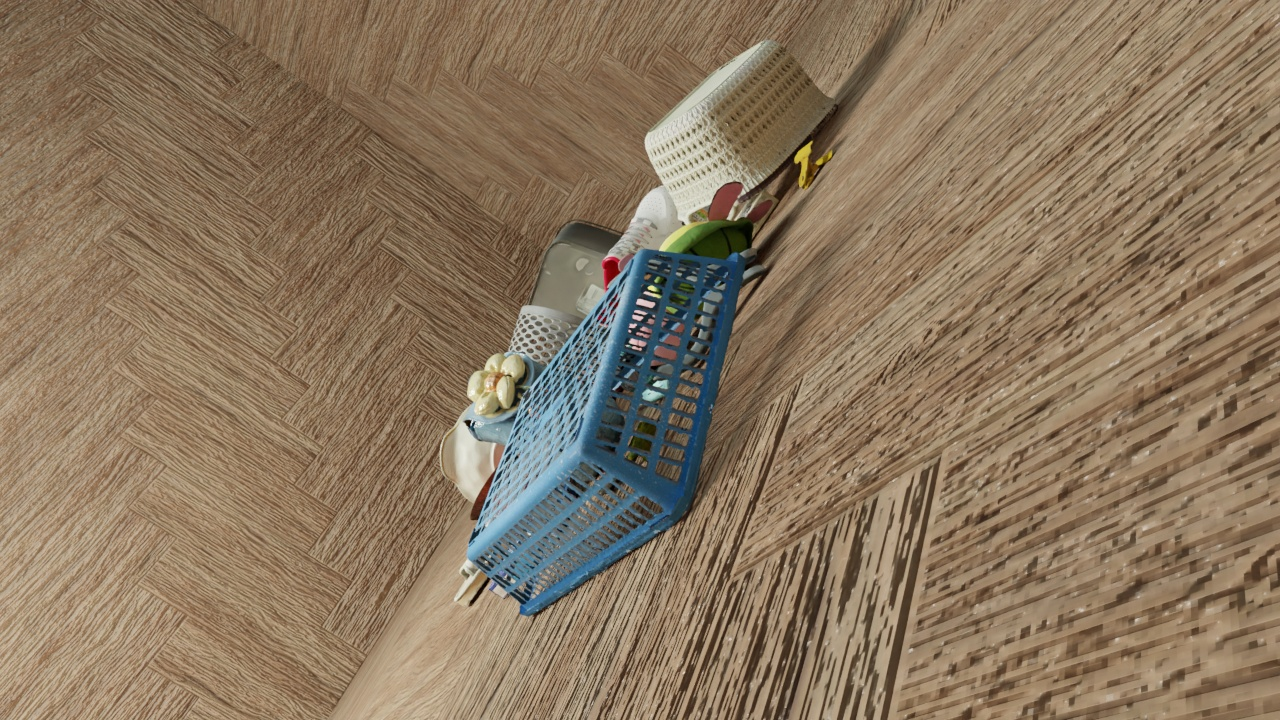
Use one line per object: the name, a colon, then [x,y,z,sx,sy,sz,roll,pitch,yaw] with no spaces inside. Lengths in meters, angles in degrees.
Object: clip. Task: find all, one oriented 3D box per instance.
clip: [0.031,-0.080,0.963,0.173,0.164,0.030,-50,-15,6]
clip: [0.192,-0.219,1.032,0.048,0.046,0.054,-23,2,-11]

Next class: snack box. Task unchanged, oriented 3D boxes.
snack box: [-0.130,0.221,1.120,0.151,0.027,0.082,-52,7,32]
snack box: [0.116,-0.146,1.176,0.150,0.026,0.082,-55,7,-2]

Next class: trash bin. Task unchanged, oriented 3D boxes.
trash bin: [-0.080,-0.112,1.478,0.220,0.197,0.197,-68,-2,-79]
trash bin: [-0.117,0.039,1.255,0.157,0.156,0.183,157,132,-77]

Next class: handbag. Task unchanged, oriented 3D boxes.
handbag: [-0.121,0.060,1.104,0.121,0.192,0.119,-57,-24,-22]

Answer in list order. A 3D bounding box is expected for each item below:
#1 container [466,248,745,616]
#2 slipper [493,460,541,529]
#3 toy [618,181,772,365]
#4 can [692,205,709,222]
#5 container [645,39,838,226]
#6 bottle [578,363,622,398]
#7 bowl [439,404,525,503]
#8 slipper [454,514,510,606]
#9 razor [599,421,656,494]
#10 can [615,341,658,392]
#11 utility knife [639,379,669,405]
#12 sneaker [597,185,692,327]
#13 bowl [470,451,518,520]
container: [-0.049,0.066,0.842,0.363,0.089,0.256,-46,23,53]
slipper: [-0.141,0.187,1.218,0.103,0.059,0.249,-57,-8,-9]
toy: [0.059,-0.097,1.046,0.189,0.087,0.239,4,-51,-53]
can: [0.069,-0.162,1.350,0.143,0.079,0.079,-54,7,13]
container: [0.124,-0.291,1.170,0.185,0.143,0.250,-11,32,54]
bottle: [-0.059,0.032,1.381,0.177,0.062,0.062,-49,9,41]
bowl: [-0.182,0.134,1.345,0.060,0.218,0.188,5,96,53]
slipper: [-0.218,0.260,1.448,0.272,0.054,0.115,-58,2,-27]
razor: [-0.015,0.105,0.916,0.106,0.026,0.042,-54,8,43]
can: [-0.007,0.007,1.174,0.055,0.055,0.101,-55,7,5]
utility knife: [0.014,0.040,1.055,0.148,0.015,0.022,141,131,-71]
sneaker: [-0.003,-0.143,1.280,0.090,0.104,0.236,13,84,40]
bowl: [-0.184,0.171,1.207,0.101,0.026,0.114,-54,-8,-33]
